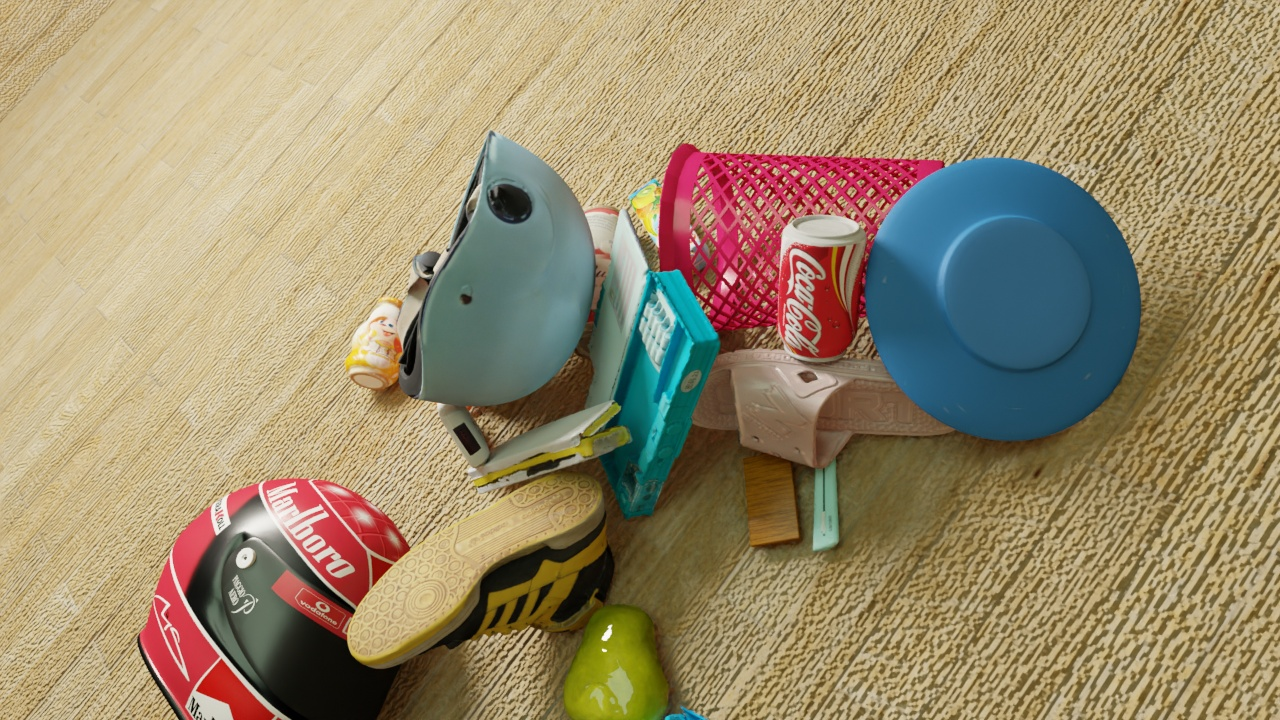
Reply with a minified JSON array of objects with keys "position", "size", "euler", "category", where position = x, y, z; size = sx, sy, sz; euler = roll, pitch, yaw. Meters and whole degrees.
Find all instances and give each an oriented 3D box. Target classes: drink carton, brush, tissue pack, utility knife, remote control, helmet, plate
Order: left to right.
[{"position":[-0.316,0.230,0.851],"size":[0.271,0.197,0.224],"euler":[39,84,31],"category":"helmet"},{"position":[-0.180,0.066,0.922],"size":[0.025,0.060,0.138],"euler":[-32,14,-8],"category":"remote control"},{"position":[-0.130,-0.078,0.869],"size":[0.226,0.166,0.265],"euler":[144,137,-61],"category":"helmet"},{"position":[0.032,-0.141,0.984],"size":[0.044,0.038,0.128],"euler":[-35,51,6],"category":"drink carton"},{"position":[0.027,0.336,0.669],"size":[0.093,0.062,0.144],"euler":[23,61,38],"category":"tissue pack"},{"position":[0.114,0.102,0.802],"size":[0.048,0.017,0.126],"euler":[-15,55,21],"category":"brush"},{"position":[0.157,0.105,0.780],"size":[0.022,0.015,0.120],"euler":[-10,54,25],"category":"utility knife"},{"position":[0.286,-0.051,0.708],"size":[0.224,0.024,0.224],"euler":[1,84,-5],"category":"plate"}]

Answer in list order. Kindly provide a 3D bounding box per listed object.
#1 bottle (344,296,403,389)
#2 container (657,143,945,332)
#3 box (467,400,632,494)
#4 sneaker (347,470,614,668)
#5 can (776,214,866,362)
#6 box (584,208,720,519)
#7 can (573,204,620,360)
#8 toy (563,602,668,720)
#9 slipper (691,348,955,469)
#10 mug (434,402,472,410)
[{"position":[-0.307,-0.022,1.086],"size":[0.063,0.063,0.108],"euler":[-5,58,26],"category":"bottle"},{"position":[0.153,-0.109,0.821],"size":[0.226,0.183,0.182],"euler":[1,62,21],"category":"container"},{"position":[-0.091,0.081,0.846],"size":[0.210,0.065,0.044],"euler":[-22,91,50],"category":"box"},{"position":[-0.124,0.201,0.789],"size":[0.238,0.122,0.086],"euler":[-31,42,-18],"category":"sneaker"},{"position":[0.141,-0.057,0.724],"size":[0.064,0.105,0.064],"euler":[-1,27,0],"category":"can"},{"position":[-0.007,0.005,0.819],"size":[0.039,0.227,0.181],"euler":[-5,47,-23],"category":"box"},{"position":[-0.043,-0.083,0.972],"size":[0.067,0.067,0.169],"euler":[-14,55,21],"category":"can"},{"position":[-0.018,0.253,0.762],"size":[0.090,0.051,0.109],"euler":[-6,56,23],"category":"toy"},{"position":[0.146,0.044,0.755],"size":[0.240,0.094,0.064],"euler":[1,49,16],"category":"slipper"},{"position":[-0.200,0.005,1.008],"size":[0.096,0.077,0.112],"euler":[17,99,35],"category":"mug"}]
